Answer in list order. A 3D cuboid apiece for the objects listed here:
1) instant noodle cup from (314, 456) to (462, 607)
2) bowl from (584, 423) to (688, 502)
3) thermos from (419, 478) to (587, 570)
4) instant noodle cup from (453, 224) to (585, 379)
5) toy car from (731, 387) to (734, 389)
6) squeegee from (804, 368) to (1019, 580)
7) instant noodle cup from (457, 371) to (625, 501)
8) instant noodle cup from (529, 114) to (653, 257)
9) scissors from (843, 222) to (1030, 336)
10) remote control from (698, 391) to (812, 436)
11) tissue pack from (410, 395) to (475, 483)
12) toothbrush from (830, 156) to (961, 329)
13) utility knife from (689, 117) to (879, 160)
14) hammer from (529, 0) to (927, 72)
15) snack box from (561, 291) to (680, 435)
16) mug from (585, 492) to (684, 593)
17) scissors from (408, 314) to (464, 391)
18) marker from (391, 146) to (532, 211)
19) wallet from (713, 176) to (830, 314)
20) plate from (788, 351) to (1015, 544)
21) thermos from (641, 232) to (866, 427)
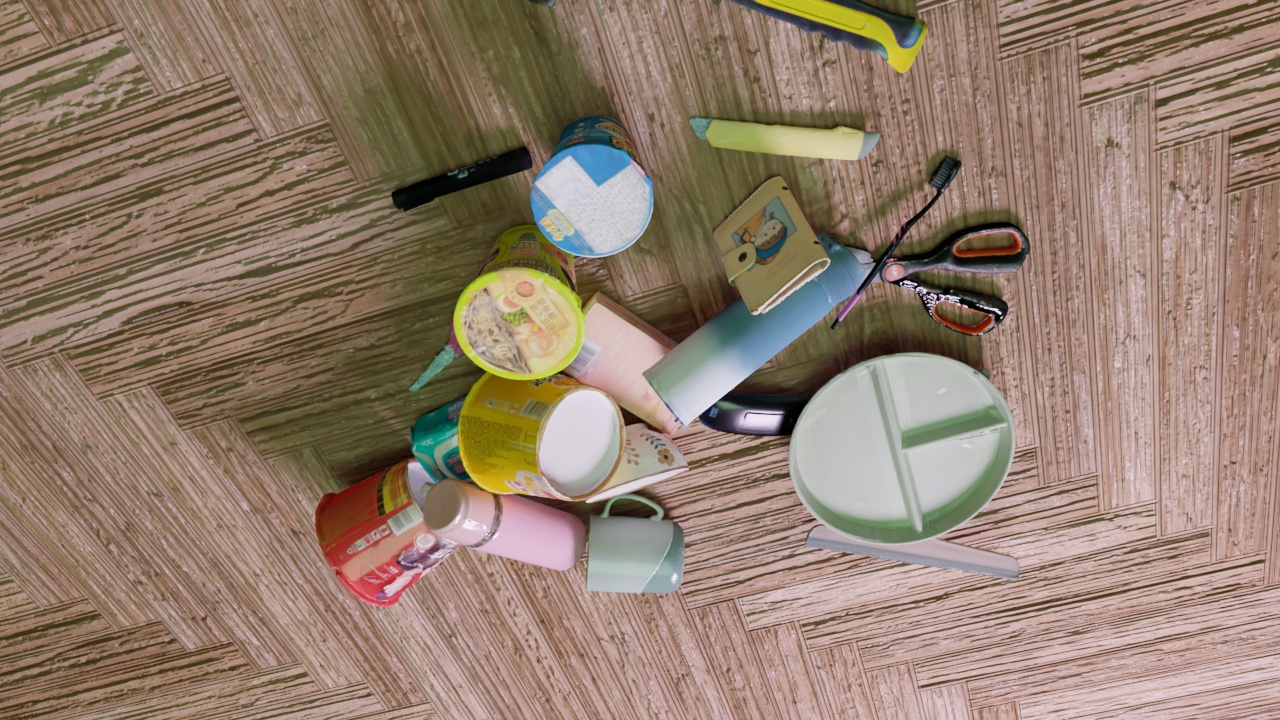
[{"bbox_3d":[-0.257,0.177,0.977,0.109,0.137,0.138,-32,118,9],"label":"instant noodle cup"},{"bbox_3d":[-0.013,0.103,0.958,0.113,0.113,0.062,-22,77,13],"label":"bowl"},{"bbox_3d":[-0.146,0.170,0.968,0.198,0.087,0.067,30,86,-49],"label":"thermos"},{"bbox_3d":[-0.103,-0.063,0.826,0.111,0.123,0.112,0,124,0],"label":"instant noodle cup"},{"bbox_3d":[0.087,-0.006,0.895,0.120,0.045,0.053,-44,109,4],"label":"toy car"},{"bbox_3d":[0.328,0.112,0.993,0.247,0.040,0.250,10,117,-2],"label":"squeegee"},{"bbox_3d":[-0.089,0.072,0.883,0.110,0.137,0.138,8,136,46],"label":"instant noodle cup"},{"bbox_3d":[-0.038,-0.155,0.774,0.099,0.109,0.099,0,124,-1],"label":"instant noodle cup"},{"bbox_3d":[0.259,-0.073,0.882,0.229,0.021,0.190,-20,120,11],"label":"scissors"},{"bbox_3d":[0.127,0.058,0.950,0.136,0.024,0.053,3,125,-16],"label":"remote control"},{"bbox_3d":[-0.167,0.084,0.962,0.134,0.050,0.093,-25,121,14],"label":"tissue pack"},{"bbox_3d":[0.231,-0.106,0.847,0.018,0.014,0.189,33,106,-7],"label":"toothbrush"},{"bbox_3d":[0.125,-0.195,0.805,0.166,0.018,0.031,3,118,-5],"label":"utility knife"},{"bbox_3d":[0.076,-0.303,0.727,0.323,0.031,0.126,14,122,-10],"label":"hammer"},{"bbox_3d":[-0.005,0.005,0.927,0.157,0.026,0.085,32,116,-20],"label":"snack box"},{"bbox_3d":[-0.006,0.205,1.031,0.106,0.082,0.111,3,91,-2],"label":"mug"},{"bbox_3d":[-0.194,-0.007,0.926,0.056,0.017,0.134,36,119,-28],"label":"scissors"},{"bbox_3d":[-0.160,-0.161,0.823,0.132,0.020,0.022,-16,138,10],"label":"marker"},{"bbox_3d":[0.111,-0.100,0.811,0.087,0.115,0.024,-36,139,20],"label":"wallet"},{"bbox_3d":[0.267,0.091,0.949,0.230,0.027,0.230,1,115,2],"label":"plate"},{"bbox_3d":[0.105,-0.029,0.836,0.220,0.070,0.070,-38,117,1],"label":"thermos"}]
